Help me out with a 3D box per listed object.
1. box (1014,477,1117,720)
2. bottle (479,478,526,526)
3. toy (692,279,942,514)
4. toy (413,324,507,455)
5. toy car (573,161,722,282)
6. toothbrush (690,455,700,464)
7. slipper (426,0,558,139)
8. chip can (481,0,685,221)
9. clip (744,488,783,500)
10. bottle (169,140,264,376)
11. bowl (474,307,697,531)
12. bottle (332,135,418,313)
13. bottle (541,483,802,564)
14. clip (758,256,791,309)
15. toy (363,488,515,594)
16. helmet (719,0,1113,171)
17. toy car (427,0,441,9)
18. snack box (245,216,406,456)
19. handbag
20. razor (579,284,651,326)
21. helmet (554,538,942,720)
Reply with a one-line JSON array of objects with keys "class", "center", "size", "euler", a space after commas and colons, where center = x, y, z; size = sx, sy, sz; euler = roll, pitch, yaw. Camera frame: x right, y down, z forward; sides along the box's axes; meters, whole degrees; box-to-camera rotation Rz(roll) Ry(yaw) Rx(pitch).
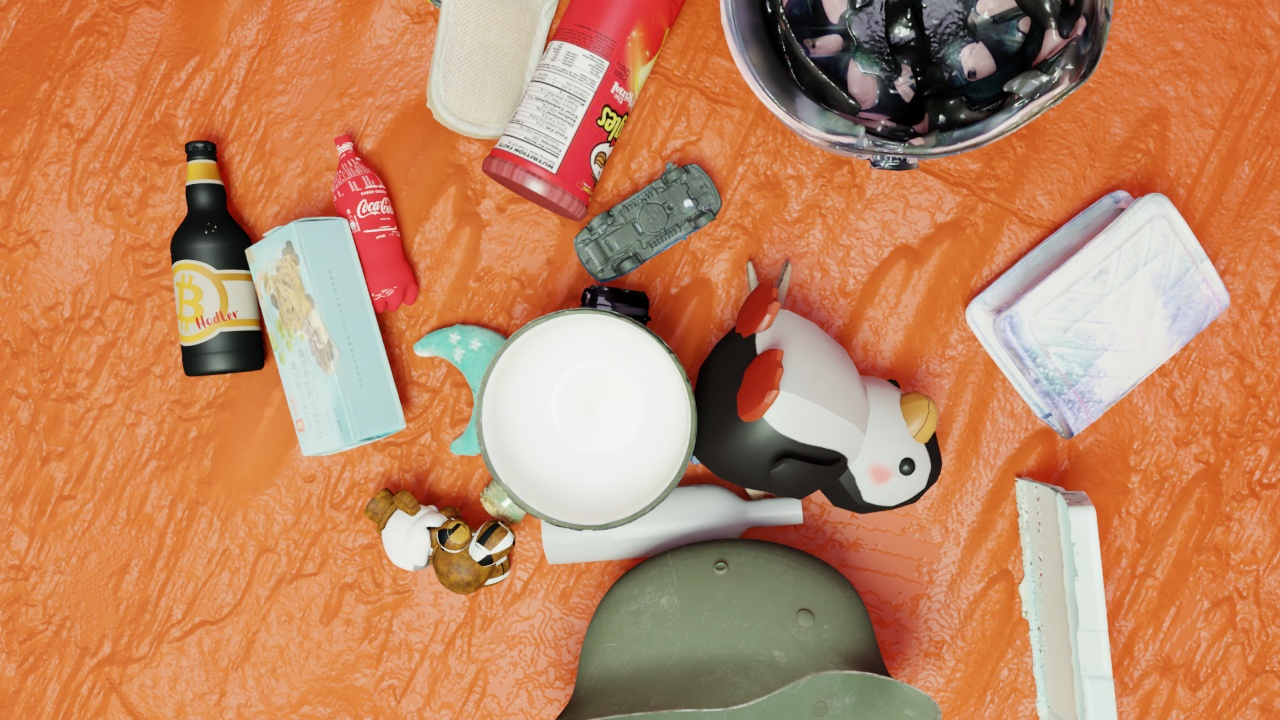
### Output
[{"class": "box", "center": [0.310, 0.189, 0.659], "size": [0.044, 0.136, 0.197], "euler": [-5, 91, 7]}, {"class": "bottle", "center": [-0.077, 0.079, 0.721], "size": [0.043, 0.043, 0.111], "euler": [42, 94, 1]}, {"class": "toy", "center": [0.131, 0.054, 0.674], "size": [0.184, 0.158, 0.140], "euler": [25, 131, -18]}, {"class": "toy", "center": [-0.128, 0.020, 0.728], "size": [0.085, 0.033, 0.105], "euler": [-17, 91, 13]}, {"class": "toy car", "center": [0.005, -0.107, 0.713], "size": [0.120, 0.043, 0.056], "euler": [-32, 89, -1]}, {"class": "toothbrush", "center": [0.084, 0.030, 0.728], "size": [0.021, 0.017, 0.135], "euler": [40, 90, -3]}, {"class": "slipper", "center": [-0.106, -0.301, 0.690], "size": [0.115, 0.052, 0.263], "euler": [7, 97, -26]}, {"class": "chip can", "center": [-0.035, -0.219, 0.692], "size": [0.087, 0.087, 0.213], "euler": [27, 91, 1]}, {"class": "clip", "center": [0.090, 0.100, 0.725], "size": [0.061, 0.026, 0.049], "euler": [20, 97, -5]}, {"class": "bottle", "center": [-0.335, -0.080, 0.719], "size": [0.059, 0.059, 0.181], "euler": [-6, 91, 2]}, {"class": "bowl", "center": [-0.034, 0.038, 0.654], "size": [0.153, 0.072, 0.153], "euler": [1, 96, 7]}, {"class": "bottle", "center": [-0.214, -0.108, 0.722], "size": [0.042, 0.042, 0.141], "euler": [-17, 90, 2]}, {"class": "bottle", "center": [0.025, 0.123, 0.704], "size": [0.195, 0.052, 0.052], "euler": [-6, 91, 7]}, {"class": "clip", "center": [0.105, -0.050, 0.720], "size": [0.061, 0.026, 0.049], "euler": [-37, 91, 4]}, {"class": "toy", "center": [-0.158, 0.137, 0.709], "size": [0.112, 0.087, 0.067], "euler": [34, 53, 13]}, {"class": "helmet", "center": [0.182, -0.249, 0.649], "size": [0.255, 0.152, 0.230], "euler": [-15, 93, 4]}, {"class": "toy car", "center": [-0.146, -0.329, 0.722], "size": [0.049, 0.030, 0.107], "euler": [13, 93, 1]}, {"class": "snack box", "center": [-0.242, -0.017, 0.705], "size": [0.075, 0.053, 0.174], "euler": [-15, 90, 40]}, {"class": "handbag", "center": [0.343, -0.036, 0.693], "size": [0.158, 0.069, 0.126], "euler": [-40, 103, 3]}, {"class": "razor", "center": [-0.004, 0.004, 0.711], "size": [0.064, 0.053, 0.140], "euler": [-25, 91, 9]}, {"class": "helmet", "center": [0.067, 0.211, 0.649], "size": [0.268, 0.227, 0.153], "euler": [-5, 49, 12]}]
